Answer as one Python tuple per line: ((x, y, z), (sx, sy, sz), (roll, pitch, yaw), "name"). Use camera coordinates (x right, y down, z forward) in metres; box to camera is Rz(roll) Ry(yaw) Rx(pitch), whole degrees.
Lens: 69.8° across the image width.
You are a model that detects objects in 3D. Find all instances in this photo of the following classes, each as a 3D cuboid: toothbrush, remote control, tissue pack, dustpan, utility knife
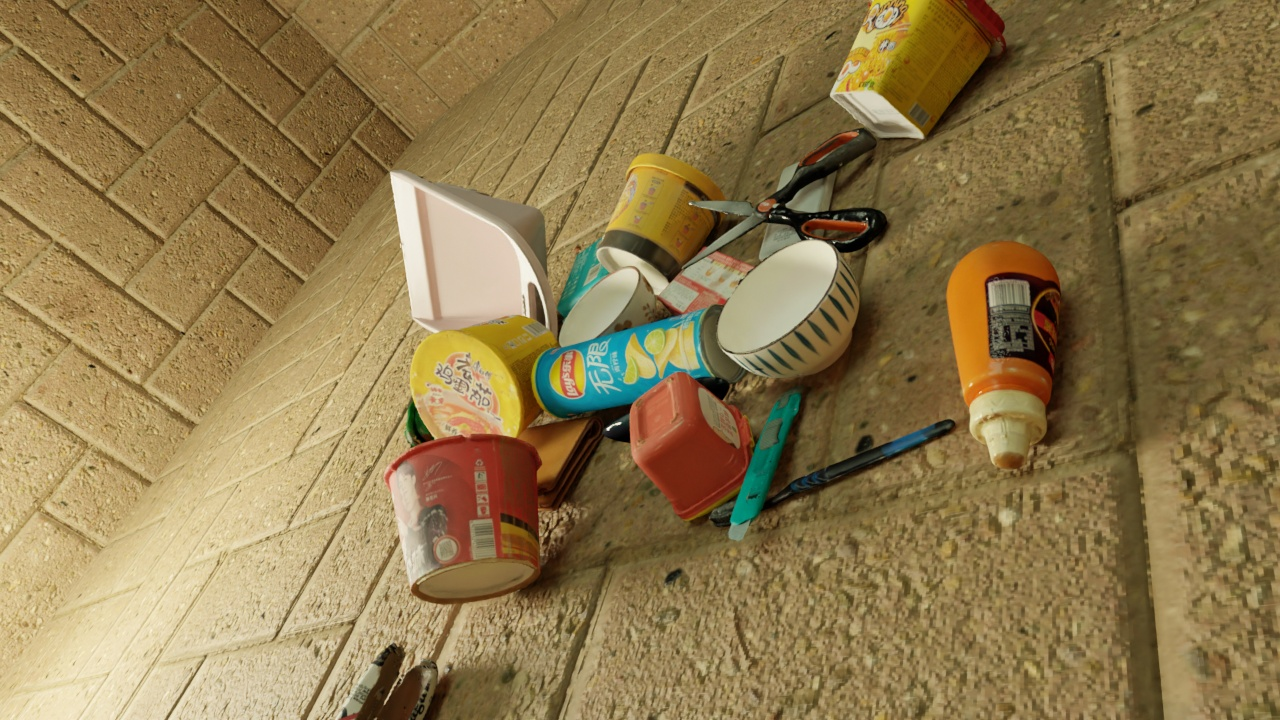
((0.124, 0.077, 0.622), (0.190, 0.016, 0.014), (-29, 31, 30), "toothbrush")
((0.155, -0.146, 0.888), (0.058, 0.021, 0.149), (-14, 40, 35), "remote control")
((-0.044, -0.101, 1.094), (0.093, 0.050, 0.133), (-31, 29, 33), "tissue pack")
((-0.209, -0.097, 1.117), (0.274, 0.223, 0.138), (6, 34, 15), "dustpan")
((0.090, 0.070, 0.659), (0.029, 0.013, 0.165), (-27, 22, 37), "utility knife")
((0.021, 0.049, 0.778), (0.137, 0.053, 0.024), (-32, 57, 42), "remote control")

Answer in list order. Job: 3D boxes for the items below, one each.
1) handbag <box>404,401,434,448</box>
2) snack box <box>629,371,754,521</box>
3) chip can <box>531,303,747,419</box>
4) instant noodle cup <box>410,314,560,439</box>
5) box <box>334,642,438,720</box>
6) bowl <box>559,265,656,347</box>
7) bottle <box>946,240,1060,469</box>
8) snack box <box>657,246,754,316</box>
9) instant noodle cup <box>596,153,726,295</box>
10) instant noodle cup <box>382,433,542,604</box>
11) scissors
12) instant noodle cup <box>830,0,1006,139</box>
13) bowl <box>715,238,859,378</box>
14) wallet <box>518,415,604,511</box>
((-0.221, 0.046, 1.097), (0.131, 0.068, 0.120), (-39, 7, 10), "handbag")
((0.038, 0.061, 0.701), (0.082, 0.080, 0.091), (-36, 27, 18), "snack box")
((-0.005, 0.005, 0.839), (0.211, 0.071, 0.071), (-13, 40, 41), "chip can")
((-0.150, 0.018, 0.949), (0.138, 0.138, 0.109), (-28, 4, 33), "instant noodle cup")
((-0.217, 0.322, 0.759), (0.075, 0.082, 0.163), (111, -177, -57), "box")
((-0.024, -0.037, 0.958), (0.114, 0.062, 0.113), (-37, 26, 21), "bowl")
((0.218, -0.002, 0.547), (0.067, 0.066, 0.149), (-22, 41, 40), "bottle")
((0.074, -0.064, 0.891), (0.075, 0.025, 0.153), (-47, 25, -2), "snack box")
((0.019, -0.143, 0.995), (0.119, 0.118, 0.114), (2, 61, 57), "instant noodle cup")
((-0.149, 0.141, 0.790), (0.138, 0.137, 0.108), (-31, 56, 29), "instant noodle cup")
((0.140, -0.151, 0.862), (0.220, 0.022, 0.234), (-46, 39, -18), "scissors")
((0.250, -0.279, 0.851), (0.123, 0.116, 0.116), (-59, 27, 0), "instant noodle cup")
((0.124, -0.031, 0.720), (0.117, 0.066, 0.116), (-36, 28, 22), "bowl")
((-0.103, 0.105, 0.908), (0.132, 0.031, 0.107), (-15, 36, 48), "wallet")
